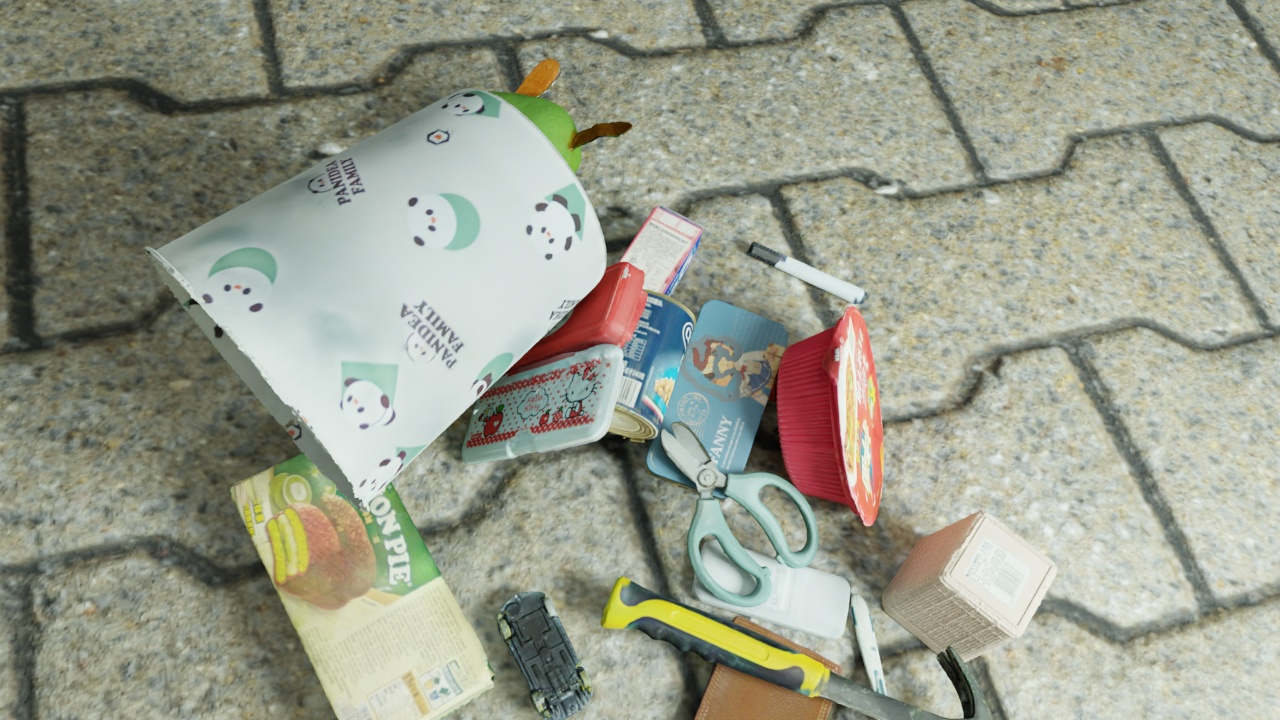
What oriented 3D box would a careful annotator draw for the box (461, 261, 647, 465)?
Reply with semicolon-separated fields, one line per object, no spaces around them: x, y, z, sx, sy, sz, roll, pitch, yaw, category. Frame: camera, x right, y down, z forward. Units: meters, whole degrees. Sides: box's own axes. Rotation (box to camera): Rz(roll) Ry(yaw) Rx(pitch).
-0.080;0.007;0.776;0.038;0.202;0.157;35;58;-30;box

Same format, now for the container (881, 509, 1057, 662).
0.278;0.190;0.777;0.090;0.111;0.090;38;64;11;container

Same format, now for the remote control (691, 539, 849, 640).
0.114;0.199;0.798;0.136;0.020;0.055;16;62;0;remote control

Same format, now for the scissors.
0.083;0.114;0.778;0.139;0.019;0.180;-28;89;-9;scissors

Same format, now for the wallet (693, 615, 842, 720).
0.099;0.284;0.750;0.101;0.032;0.124;24;62;6;wallet

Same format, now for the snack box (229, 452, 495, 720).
-0.221;0.181;0.731;0.114;0.063;0.240;-28;71;-21;snack box

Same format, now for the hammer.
0.126;0.248;0.737;0.323;0.032;0.125;21;59;6;hammer

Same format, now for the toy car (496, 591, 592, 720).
-0.079;0.238;0.742;0.048;0.031;0.105;-21;64;-22;toy car

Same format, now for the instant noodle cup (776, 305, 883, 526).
0.167;0.049;0.810;0.066;0.194;0.193;-4;60;23;instant noodle cup

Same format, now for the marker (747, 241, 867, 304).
0.172;-0.090;0.950;0.131;0.018;0.022;25;19;5;marker

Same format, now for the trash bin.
-0.177;-0.056;0.676;0.251;0.230;0.229;-41;76;-22;trash bin

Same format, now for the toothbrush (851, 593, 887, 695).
0.202;0.292;0.771;0.016;0.018;0.191;-3;62;-10;toothbrush

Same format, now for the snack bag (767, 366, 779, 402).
0.087;0.016;0.881;0.105;0.026;0.045;6;69;-3;snack bag

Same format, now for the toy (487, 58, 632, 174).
-0.133;-0.200;0.889;0.247;0.090;0.226;22;74;28;toy

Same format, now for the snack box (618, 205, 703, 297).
-0.009;-0.054;0.883;0.058;0.057;0.207;28;64;7;snack box

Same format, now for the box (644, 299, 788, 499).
0.065;0.042;0.829;0.090;0.060;0.184;18;75;1;box

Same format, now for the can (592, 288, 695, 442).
-0.005;0.005;0.785;0.075;0.075;0.111;19;68;1;can
